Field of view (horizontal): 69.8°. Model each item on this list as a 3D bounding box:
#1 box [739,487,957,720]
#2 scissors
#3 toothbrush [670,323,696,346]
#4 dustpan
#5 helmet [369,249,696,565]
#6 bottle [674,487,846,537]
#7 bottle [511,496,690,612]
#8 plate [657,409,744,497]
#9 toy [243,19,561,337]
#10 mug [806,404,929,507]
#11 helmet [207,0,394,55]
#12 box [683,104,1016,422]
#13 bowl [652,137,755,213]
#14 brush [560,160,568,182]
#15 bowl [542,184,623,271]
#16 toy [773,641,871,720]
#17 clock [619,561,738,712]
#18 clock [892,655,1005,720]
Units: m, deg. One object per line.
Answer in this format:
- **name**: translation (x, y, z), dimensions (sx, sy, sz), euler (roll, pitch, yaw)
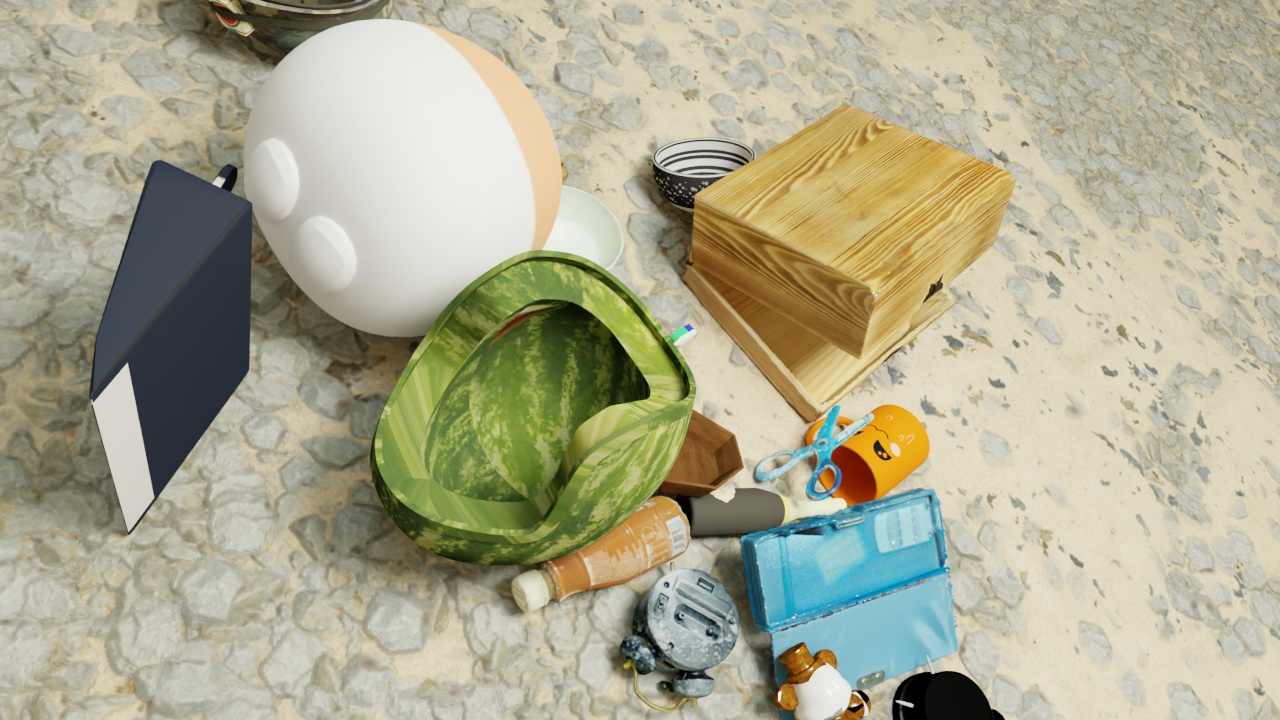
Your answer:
- **box**: translation (0.209, 0.229, 0.884), dimensions (0.231, 0.034, 0.174), euler (-8, 88, -28)
- **scissors**: translation (0.185, 0.095, 0.922), dimensions (0.137, 0.127, 0.012), euler (-30, 118, -2)
- **toothbrush**: translation (-0.006, 0.006, 0.956), dimensions (0.186, 0.015, 0.016), euler (-32, 72, -35)
- **dustpan**: translation (-0.348, -0.041, 0.689), dimensions (0.080, 0.237, 0.272), euler (26, 53, -7)
- **helmet**: translation (-0.086, 0.053, 0.749), dimensions (0.213, 0.248, 0.243), euler (54, 18, 16)
- **bottle**: translation (0.124, 0.148, 0.908), dimensions (0.184, 0.046, 0.045), euler (2, 60, -23)
- **bottle**: translation (-0.035, 0.174, 0.812), dimensions (0.166, 0.059, 0.059), euler (-19, 70, -31)
- **plate**: translation (0.035, 0.089, 0.888), dimensions (0.131, 0.025, 0.131), euler (12, 30, -7)
- **toy**: translation (-0.198, -0.159, 0.811), dimensions (0.263, 0.267, 0.279), euler (56, 42, 0)
- **mug**: translation (0.235, 0.094, 0.983), dimensions (0.095, 0.078, 0.113), euler (-28, 44, -35)
- **helmet**: translation (-0.352, -0.414, 0.914), dimensions (0.224, 0.237, 0.192), euler (31, 68, -9)
- **box**: translation (0.216, -0.120, 1.047), dimensions (0.259, 0.221, 0.278), euler (36, 56, 28)
- **bowl**: translation (0.075, -0.210, 1.084), dimensions (0.120, 0.066, 0.120), euler (-2, 34, 1)
- **brush**: translation (-0.171, -0.194, 0.983), dimensions (0.195, 0.043, 0.059), euler (-10, 66, -28)
- **bowl**: translation (-0.082, -0.121, 0.969), dimensions (0.117, 0.061, 0.117), euler (11, 57, -18)
- **toy**: translation (0.161, 0.306, 0.811), dimensions (0.087, 0.067, 0.112), euler (-28, 80, -35)
- **clock**: translation (0.034, 0.243, 0.805), dimensions (0.090, 0.052, 0.129), euler (31, 52, -5)
- **clock**: translation (0.298, 0.347, 0.868), dimensions (0.120, 0.043, 0.091), euler (47, 53, 8)
